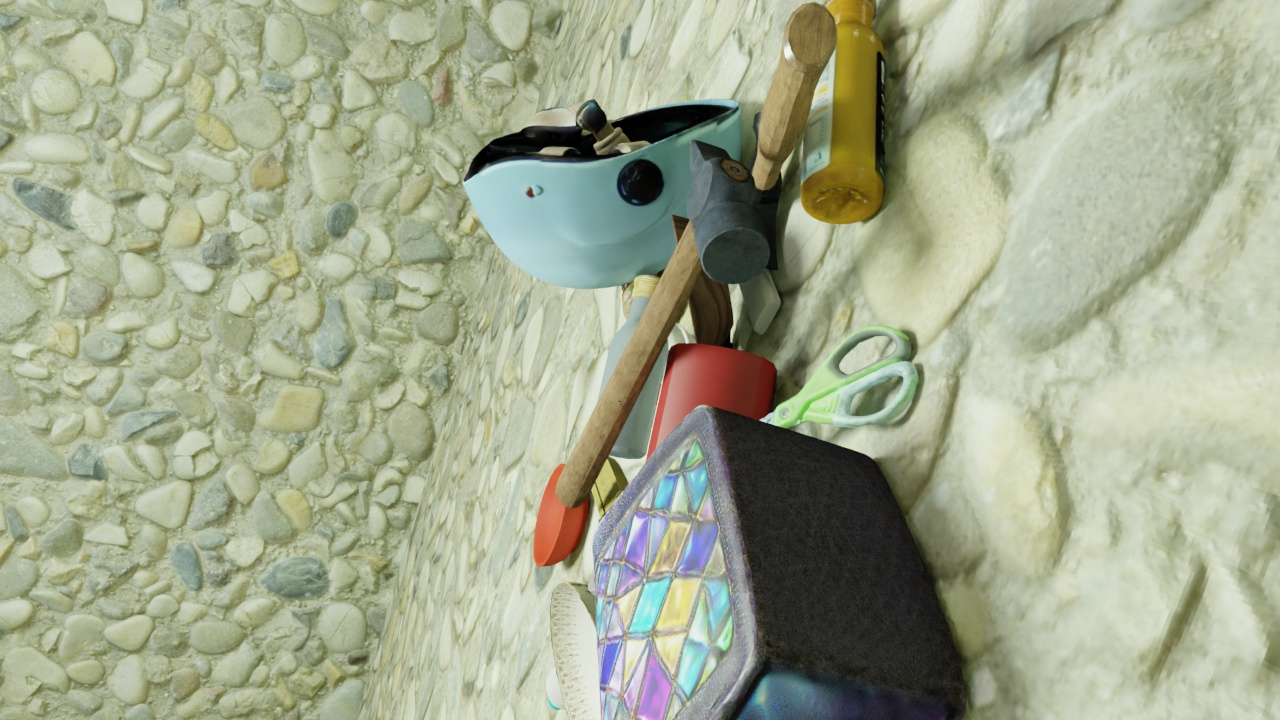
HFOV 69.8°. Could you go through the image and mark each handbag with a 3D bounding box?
[{"bbox_3d":[0.046,0.163,0.499,0.204,0.125,0.223,-97,31,-52],"label":"handbag"}]

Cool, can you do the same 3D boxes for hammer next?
[{"bbox_3d":[-0.001,-0.002,0.653,0.129,0.040,0.323,-96,25,-48],"label":"hammer"},{"bbox_3d":[0.091,-0.145,0.609,0.305,0.040,0.132,60,-142,-85],"label":"hammer"}]

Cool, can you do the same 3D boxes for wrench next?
[{"bbox_3d":[-0.022,0.120,0.748,0.083,0.018,0.273,-53,10,0],"label":"wrench"}]

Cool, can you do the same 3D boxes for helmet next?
[{"bbox_3d":[-0.023,-0.162,0.873,0.225,0.265,0.167,-107,-2,-65],"label":"helmet"}]

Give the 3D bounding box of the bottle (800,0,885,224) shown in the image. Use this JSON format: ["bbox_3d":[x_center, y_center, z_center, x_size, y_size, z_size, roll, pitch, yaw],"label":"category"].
[{"bbox_3d":[0.141,-0.184,0.632,0.053,0.053,0.185,136,146,-59],"label":"bottle"}]

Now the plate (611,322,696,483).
[{"bbox_3d":[0.020,0.057,0.834,0.182,0.034,0.182,-165,91,-73],"label":"plate"}]

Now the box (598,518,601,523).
[{"bbox_3d":[0.022,0.174,0.728,0.210,0.039,0.126,149,113,-66],"label":"box"}]

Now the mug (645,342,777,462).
[{"bbox_3d":[0.053,0.050,0.674,0.116,0.080,0.096,58,-137,-73],"label":"mug"}]

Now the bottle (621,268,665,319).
[{"bbox_3d":[0.008,-0.100,0.972,0.166,0.059,0.059,-94,26,-50],"label":"bottle"}]

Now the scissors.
[{"bbox_3d":[0.091,0.033,0.562,0.175,0.033,0.065,-28,53,31],"label":"scissors"}]

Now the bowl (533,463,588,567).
[{"bbox_3d":[-0.090,0.184,1.071,0.122,0.035,0.122,-165,91,-73],"label":"bowl"}]

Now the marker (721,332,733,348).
[{"bbox_3d":[0.061,0.032,0.753,0.019,0.019,0.145,145,138,-65],"label":"marker"}]

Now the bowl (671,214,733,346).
[{"bbox_3d":[0.051,-0.057,0.713,0.119,0.032,0.119,-9,-92,-86],"label":"bowl"}]

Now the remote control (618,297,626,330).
[{"bbox_3d":[-0.003,-0.052,1.009,0.138,0.025,0.060,-88,23,-51],"label":"remote control"}]

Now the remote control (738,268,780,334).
[{"bbox_3d":[0.092,-0.070,0.758,0.130,0.012,0.033,-98,29,-54],"label":"remote control"}]

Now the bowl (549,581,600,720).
[{"bbox_3d":[-0.020,0.236,0.713,0.145,0.063,0.145,171,90,-67],"label":"bowl"}]

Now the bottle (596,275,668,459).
[{"bbox_3d":[-0.005,0.005,0.817,0.072,0.046,0.161,162,122,-70],"label":"bottle"}]

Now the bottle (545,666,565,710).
[{"bbox_3d":[-0.055,0.289,0.851,0.044,0.044,0.137,-91,23,-43],"label":"bottle"}]
